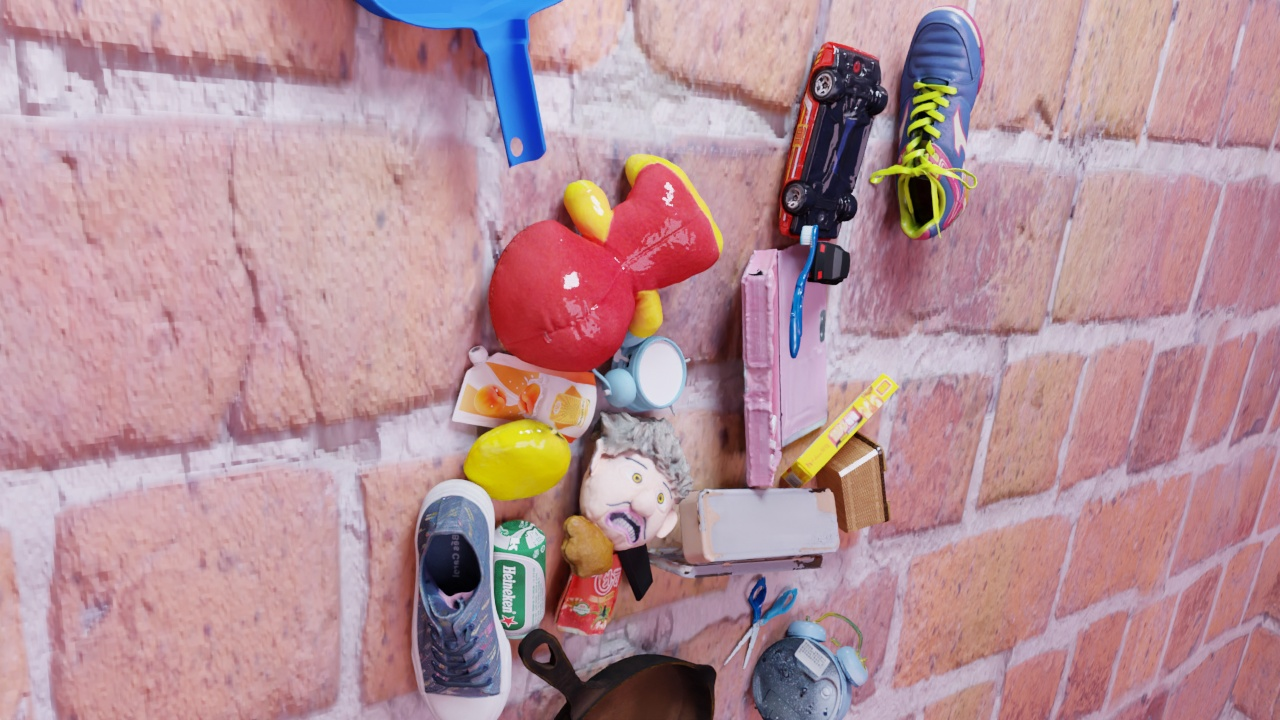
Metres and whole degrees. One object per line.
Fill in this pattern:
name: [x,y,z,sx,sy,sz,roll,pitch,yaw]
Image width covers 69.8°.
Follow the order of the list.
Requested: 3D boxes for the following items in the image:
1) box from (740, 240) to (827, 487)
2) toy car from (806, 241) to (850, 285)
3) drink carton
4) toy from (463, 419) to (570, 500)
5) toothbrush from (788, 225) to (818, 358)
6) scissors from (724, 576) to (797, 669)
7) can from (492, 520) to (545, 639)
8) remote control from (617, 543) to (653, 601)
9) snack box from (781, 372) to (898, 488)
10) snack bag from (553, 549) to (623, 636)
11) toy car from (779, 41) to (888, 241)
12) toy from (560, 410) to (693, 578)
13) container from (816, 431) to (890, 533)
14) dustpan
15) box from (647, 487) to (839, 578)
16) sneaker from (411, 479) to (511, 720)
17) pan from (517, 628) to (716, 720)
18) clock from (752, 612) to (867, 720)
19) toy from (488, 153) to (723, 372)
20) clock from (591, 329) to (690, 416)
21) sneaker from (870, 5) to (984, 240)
box: [0.145,-0.004,0.965,0.179,0.059,0.233,-34,127,-52]
toy car: [0.197,-0.099,0.940,0.091,0.036,0.042,-3,99,-61]
drink carton: [-0.101,0.031,0.801,0.122,0.039,0.069,13,99,-33]
toy: [-0.106,0.089,0.798,0.094,0.041,0.095,-38,135,18]
toothbrush: [0.157,-0.067,0.899,0.021,0.016,0.132,3,96,-64]
scissors: [0.134,0.311,1.095,0.132,0.015,0.110,-47,132,-9]
can: [-0.113,0.199,0.837,0.053,0.053,0.101,-9,112,-35]
remote control: [-0.007,0.189,0.915,0.039,0.010,0.125,-50,137,-43]
snack box: [0.225,0.081,1.039,0.152,0.025,0.075,-42,169,-17]
snack bag: [-0.042,0.190,0.903,0.087,0.044,0.155,9,95,-52]
toy car: [0.187,-0.212,0.910,0.081,0.056,0.189,1,106,-36]
toy: [-0.013,0.121,0.841,0.132,0.076,0.175,46,57,-21]
container: [0.251,0.148,1.091,0.061,0.063,0.114,-24,120,-20]
dustpan: [-0.118,-0.269,0.660,0.245,0.059,0.258,-25,121,-28]
box: [0.119,0.179,0.981,0.216,0.094,0.107,6,101,-39]
sneaker: [-0.159,0.223,0.777,0.087,0.079,0.236,-1,105,0]
pan: [-0.043,0.367,0.944,0.248,0.043,0.356,-42,131,-17]
clock: [0.207,0.381,1.108,0.162,0.118,0.060,-57,141,2]
toy: [-0.030,-0.077,0.768,0.215,0.099,0.147,-40,100,-20]
clock: [-0.005,0.005,0.851,0.123,0.042,0.087,27,71,-41]
sneaker: [0.305,-0.237,0.951,0.090,0.116,0.242,-37,132,-33]
